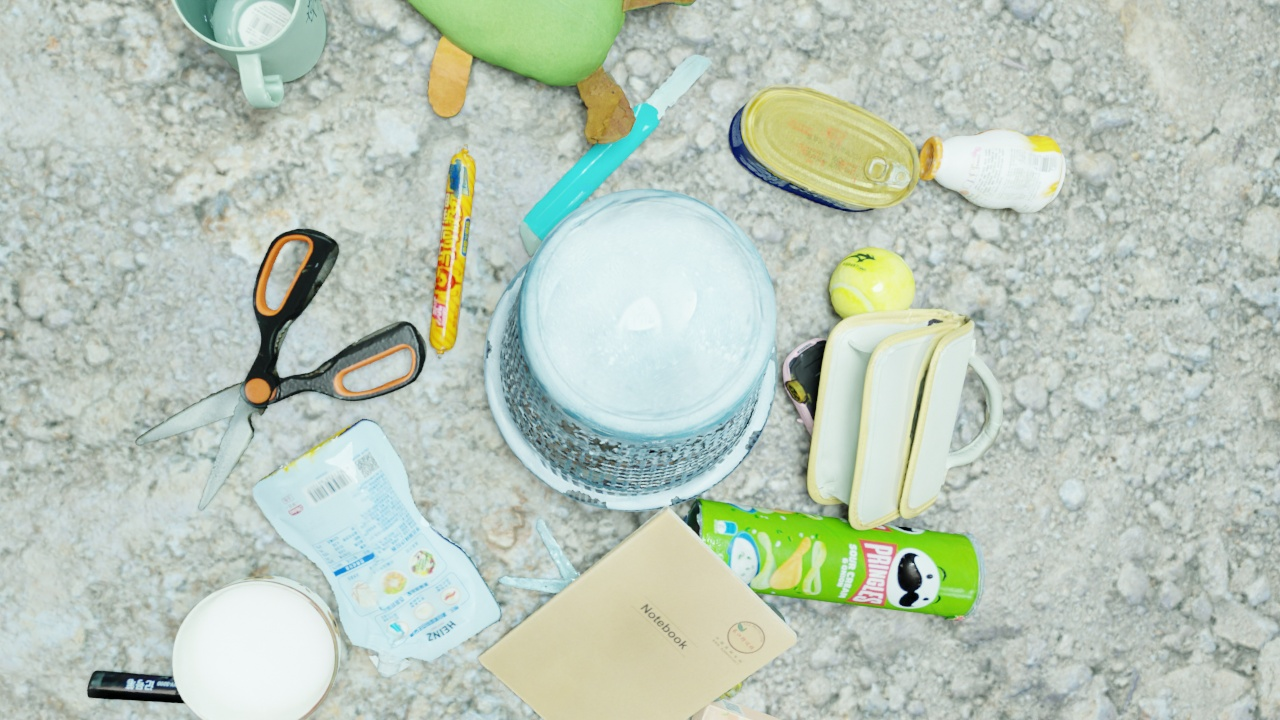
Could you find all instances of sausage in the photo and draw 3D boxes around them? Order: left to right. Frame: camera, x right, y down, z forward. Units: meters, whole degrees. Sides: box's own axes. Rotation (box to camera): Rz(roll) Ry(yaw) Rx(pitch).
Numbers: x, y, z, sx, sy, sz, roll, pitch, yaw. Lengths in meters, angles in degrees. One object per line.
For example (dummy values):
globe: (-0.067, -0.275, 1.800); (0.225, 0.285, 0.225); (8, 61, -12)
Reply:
sausage: (-0.143, -0.083, 0.701); (0.021, 0.021, 0.165); (6, 92, -9)

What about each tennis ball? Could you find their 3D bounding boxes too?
tennis ball: (0.184, -0.057, 0.727); (0.065, 0.065, 0.065); (0, 93, -8)

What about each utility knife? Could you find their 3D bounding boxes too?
utility knife: (-0.020, -0.164, 0.718); (0.209, 0.013, 0.029); (-45, 98, -1)

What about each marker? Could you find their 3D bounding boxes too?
marker: (-0.345, 0.251, 0.695); (0.132, 0.020, 0.022); (8, 121, -10)

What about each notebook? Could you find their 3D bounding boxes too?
notebook: (-0.005, 0.223, 0.709); (0.208, 0.008, 0.148); (-41, 100, 17)

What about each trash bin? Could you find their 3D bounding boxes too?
trash bin: (0.000, -0.015, 0.615); (0.226, 0.195, 0.226); (1, 80, -4)

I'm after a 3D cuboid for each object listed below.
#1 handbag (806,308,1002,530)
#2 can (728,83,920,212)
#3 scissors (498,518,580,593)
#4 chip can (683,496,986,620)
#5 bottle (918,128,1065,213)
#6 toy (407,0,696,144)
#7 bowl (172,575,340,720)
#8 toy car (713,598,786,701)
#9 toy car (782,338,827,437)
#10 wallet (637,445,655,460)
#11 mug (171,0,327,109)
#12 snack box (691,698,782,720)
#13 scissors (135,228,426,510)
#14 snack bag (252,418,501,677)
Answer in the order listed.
handbag: (0.225, 0.043, 0.719); (0.178, 0.063, 0.163); (-8, 115, -25)
can: (0.143, -0.164, 0.723); (0.148, 0.049, 0.074); (19, 91, -9)
scissors: (-0.043, 0.181, 0.736); (0.128, 0.017, 0.133); (-28, 93, -4)
chip can: (0.150, 0.159, 0.733); (0.236, 0.072, 0.072); (9, 92, -8)
bottle: (0.280, -0.155, 0.737); (0.108, 0.063, 0.063); (6, 92, -9)
toy: (-0.087, -0.275, 0.665); (0.246, 0.090, 0.227); (30, 99, -5)
bowl: (-0.277, 0.211, 0.680); (0.113, 0.062, 0.113); (0, 92, -8)
toy car: (0.078, 0.232, 0.744); (0.091, 0.036, 0.043); (-43, 97, -3)
toy car: (0.155, 0.038, 0.745); (0.056, 0.037, 0.122); (-32, 110, -8)
wallet: (-0.004, 0.004, 0.729); (0.096, 0.020, 0.122); (-43, 97, -9)
mug: (-0.263, -0.228, 0.632); (0.082, 0.106, 0.112); (-6, 94, -9)
snack box: (0.108, 0.342, 0.761); (0.157, 0.026, 0.084); (22, 90, -9)
scissors: (-0.272, 0.003, 0.692); (0.221, 0.021, 0.222); (-5, 92, -2)
snack bag: (-0.199, 0.147, 0.700); (0.110, 0.039, 0.191); (-33, 99, -10)
